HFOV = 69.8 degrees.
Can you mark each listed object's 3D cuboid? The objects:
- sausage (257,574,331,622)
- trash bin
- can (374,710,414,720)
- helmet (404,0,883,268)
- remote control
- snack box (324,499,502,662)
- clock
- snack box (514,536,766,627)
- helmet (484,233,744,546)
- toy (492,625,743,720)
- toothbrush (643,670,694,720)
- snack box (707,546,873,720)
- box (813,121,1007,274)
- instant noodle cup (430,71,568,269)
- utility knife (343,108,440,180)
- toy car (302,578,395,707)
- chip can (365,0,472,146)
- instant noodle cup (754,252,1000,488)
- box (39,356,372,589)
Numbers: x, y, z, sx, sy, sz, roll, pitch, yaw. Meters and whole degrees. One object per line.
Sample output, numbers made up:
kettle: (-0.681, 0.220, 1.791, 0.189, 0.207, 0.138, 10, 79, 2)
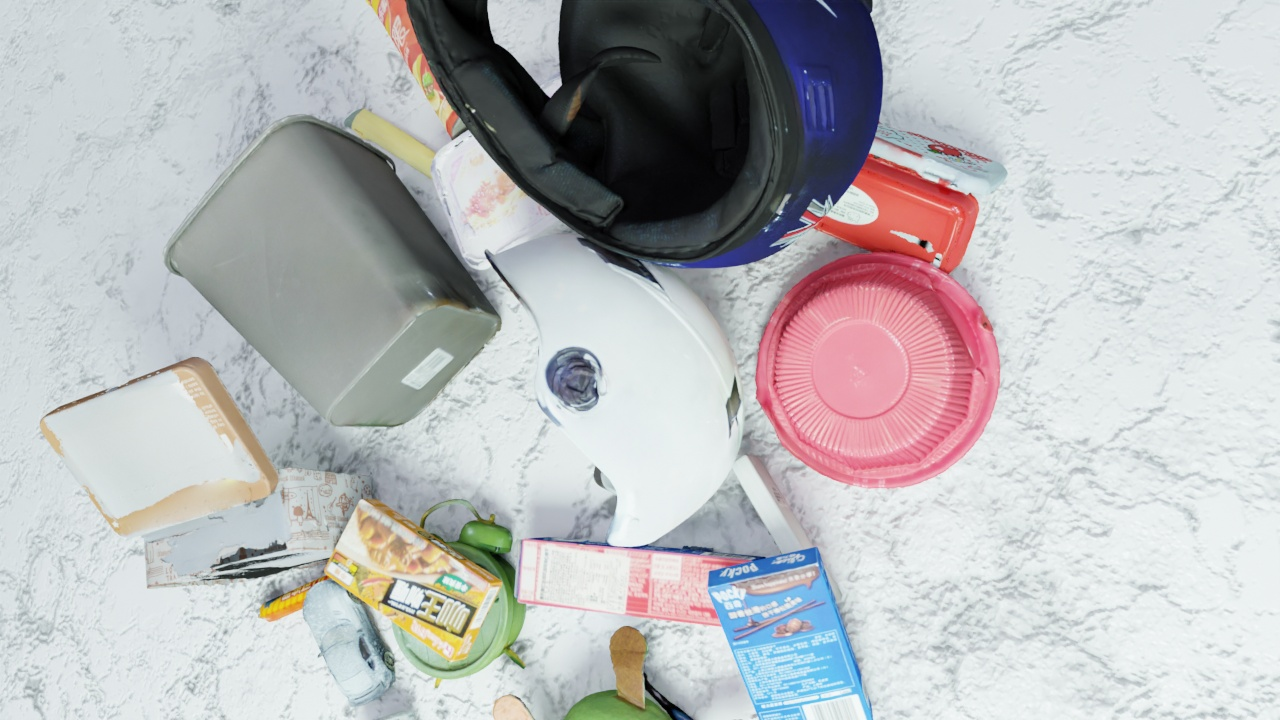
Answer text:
sausage: (-0.307, 0.221, 0.890, 0.165, 0.021, 0.021, -25, 73, 14)
trash bin: (-0.267, -0.069, 0.849, 0.199, 0.198, 0.220, -45, 76, 9)
can: (-0.212, 0.388, 0.806, 0.058, 0.058, 0.146, -23, 73, 14)
helmet: (0.020, -0.216, 0.646, 0.315, 0.239, 0.248, 43, 127, -1)
remote control: (0.117, 0.137, 0.735, 0.019, 0.056, 0.135, -34, 71, 11)
snack box: (-0.198, 0.187, 0.794, 0.154, 0.026, 0.075, 26, 90, 22)
clock: (-0.163, 0.205, 0.823, 0.116, 0.056, 0.161, -17, 75, 15)
snack box: (-0.001, 0.183, 0.769, 0.208, 0.057, 0.058, 1, 83, 20)
helmet: (-0.004, 0.004, 0.717, 0.146, 0.229, 0.258, -25, 93, -2)
toy: (-0.026, 0.343, 0.732, 0.227, 0.090, 0.247, 39, 98, 11)
toothbrush: (0.049, 0.309, 0.753, 0.189, 0.016, 0.014, 40, 85, 19)
snack box: (0.114, 0.217, 0.692, 0.085, 0.026, 0.157, -16, 111, 14)
box: (0.193, -0.159, 0.767, 0.201, 0.095, 0.101, 27, 49, 23)
instant noodle cup: (-0.100, -0.172, 0.866, 0.174, 0.060, 0.138, -28, 71, 14)
utility knife: (-0.241, -0.216, 0.949, 0.195, 0.020, 0.031, 35, 98, 28)
toy car: (-0.275, 0.262, 0.857, 0.054, 0.036, 0.120, -30, 82, 12)
chip can: (-0.204, -0.312, 0.926, 0.073, 0.073, 0.216, -37, 70, 10)
instant noodle cup: (0.176, 0.008, 0.718, 0.194, 0.065, 0.194, 0, 90, 24)
box: (-0.379, 0.123, 0.821, 0.179, 0.272, 0.130, -16, 47, 17)
